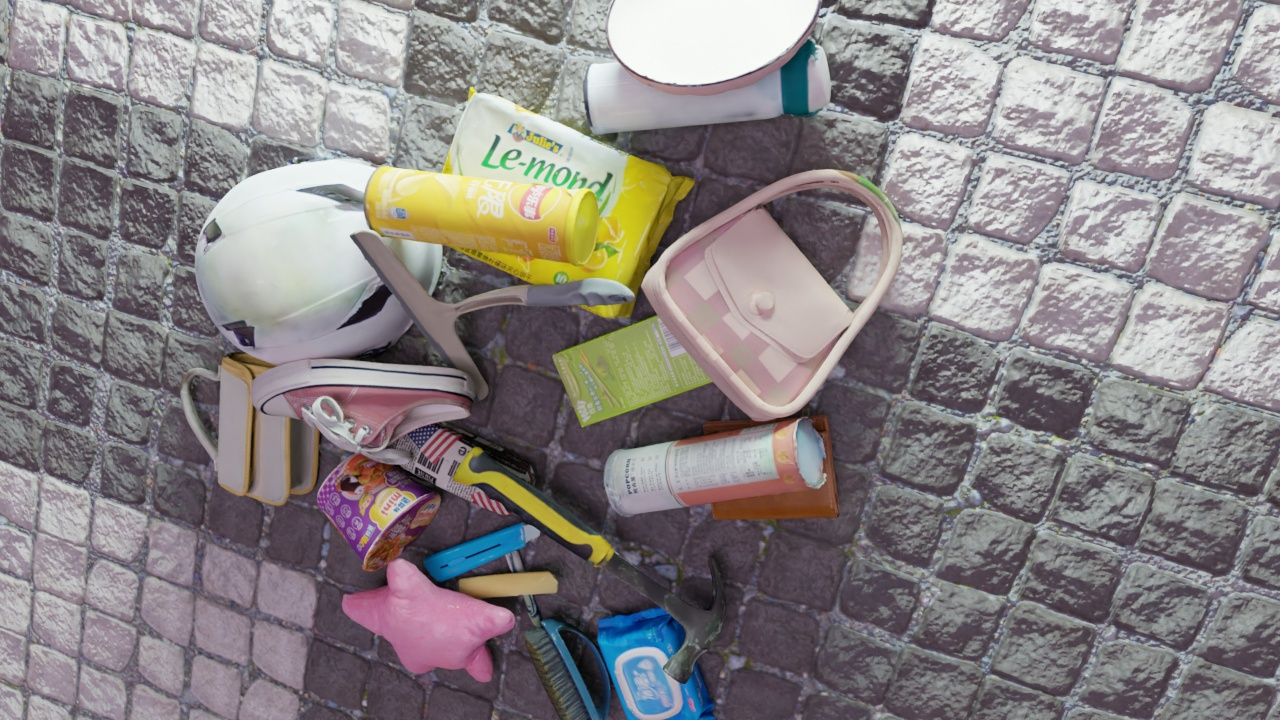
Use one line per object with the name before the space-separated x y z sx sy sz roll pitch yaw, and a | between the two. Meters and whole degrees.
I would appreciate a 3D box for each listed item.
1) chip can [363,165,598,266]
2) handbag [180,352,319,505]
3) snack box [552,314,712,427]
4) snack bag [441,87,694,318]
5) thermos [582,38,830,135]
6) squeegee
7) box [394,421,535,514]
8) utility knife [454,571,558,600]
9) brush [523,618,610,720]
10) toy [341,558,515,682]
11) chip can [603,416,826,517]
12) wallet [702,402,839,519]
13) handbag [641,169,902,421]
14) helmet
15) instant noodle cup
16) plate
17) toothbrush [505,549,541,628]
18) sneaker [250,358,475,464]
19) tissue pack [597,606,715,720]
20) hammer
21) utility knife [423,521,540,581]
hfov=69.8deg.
chip can | -0.150 -0.136 0.864 0.213 0.072 0.072 9 104 14
handbag | -0.467 0.075 1.070 0.179 0.063 0.163 11 103 16
snack box | -0.006 0.006 0.952 0.157 0.026 0.086 -21 96 17
snack bag | -0.087 -0.155 0.916 0.246 0.068 0.158 25 107 8
thermos | 0.063 -0.252 0.858 0.224 0.073 0.073 -1 102 15
squeegee | -0.114 -0.059 0.896 0.247 0.039 0.246 -6 135 25
box | -0.193 0.114 1.019 0.164 0.064 0.074 26 80 7
utility knife | -0.155 0.257 1.039 0.152 0.018 0.031 -10 101 33
brush | -0.074 0.351 1.027 0.073 0.055 0.144 -27 98 -21
toy | -0.249 0.305 1.050 0.194 0.074 0.179 25 125 -3
chip can | 0.070 0.106 0.903 0.215 0.071 0.071 -14 98 32
wallet | 0.130 0.105 0.933 0.131 0.035 0.119 -4 97 22
handbag | 0.139 -0.077 0.867 0.234 0.093 0.193 -41 95 2
helmet | -0.352 -0.098 0.955 0.259 0.145 0.229 -12 99 16
instant noodle cup | -0.297 0.160 1.022 0.099 0.111 0.112 40 108 11
plate | 0.065 -0.302 0.818 0.192 0.039 0.192 -7 60 12
toothbrush | -0.126 0.283 1.048 0.016 0.018 0.191 -17 98 16
sneaker | -0.294 0.055 0.960 0.241 0.118 0.087 0 67 4
tissue pack | 0.017 0.348 1.007 0.095 0.052 0.157 -18 97 17
hammer | -0.051 0.193 0.963 0.323 0.032 0.126 35 80 3
utility knife | -0.176 0.213 1.036 0.166 0.018 0.034 -25 85 23
